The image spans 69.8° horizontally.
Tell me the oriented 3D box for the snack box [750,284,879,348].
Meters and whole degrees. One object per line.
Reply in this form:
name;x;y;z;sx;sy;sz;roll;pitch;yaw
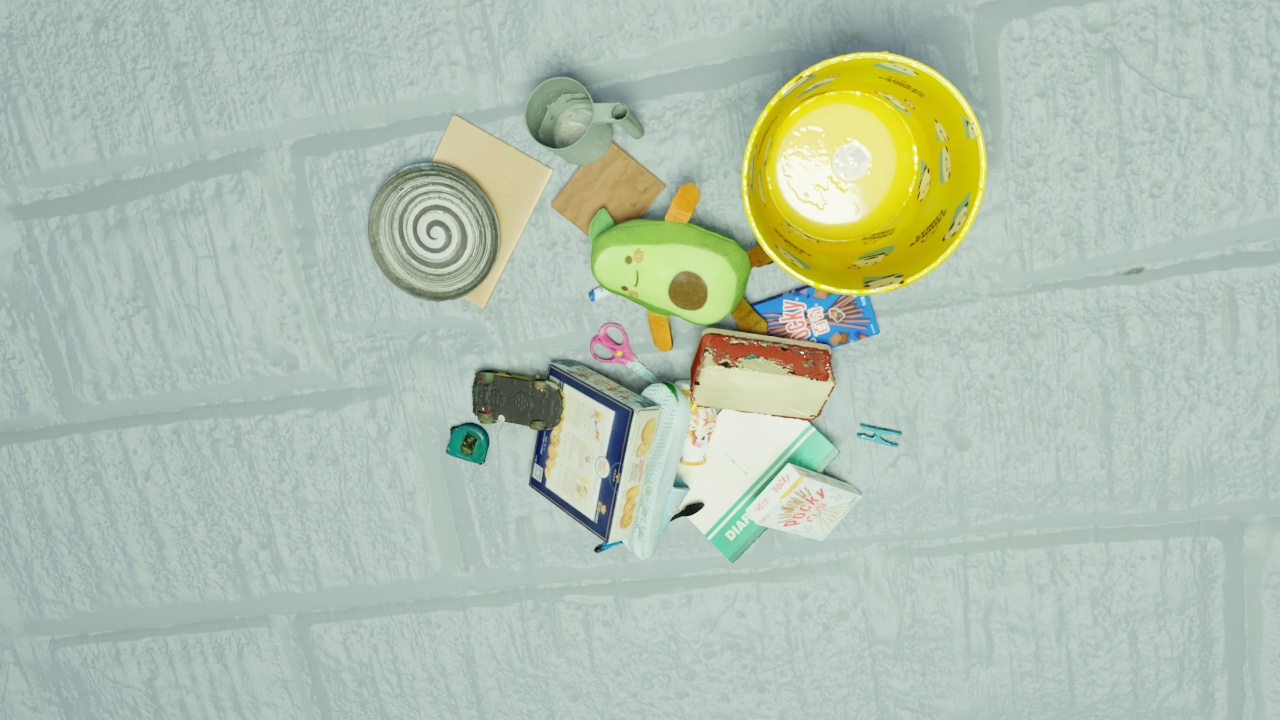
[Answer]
snack box;0.213;-0.051;1.157;0.157;0.026;0.084;-18;102;12

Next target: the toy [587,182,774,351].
toy;0.051;-0.108;1.116;0.247;0.089;0.227;11;117;1

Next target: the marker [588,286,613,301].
marker;0.000;-0.109;1.179;0.146;0.016;0.017;-22;100;13

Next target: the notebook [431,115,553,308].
notebook;-0.222;-0.191;1.195;0.148;0.008;0.208;30;106;0

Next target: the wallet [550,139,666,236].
wallet;-0.041;-0.208;1.160;0.101;0.020;0.115;38;104;-4

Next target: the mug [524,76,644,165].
mug;-0.063;-0.280;1.089;0.124;0.103;0.083;3;91;12

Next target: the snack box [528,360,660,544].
snack box;-0.065;0.113;1.177;0.183;0.045;0.178;27;111;43

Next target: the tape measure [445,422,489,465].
tape measure;-0.237;0.114;1.267;0.058;0.025;0.054;18;107;3

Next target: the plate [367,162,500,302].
plate;-0.266;-0.166;1.192;0.179;0.024;0.179;2;106;8

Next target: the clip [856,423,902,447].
clip;0.309;0.097;1.188;0.056;0.014;0.043;12;105;6

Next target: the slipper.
slipper;0.019;0.139;1.177;0.104;0.074;0.246;37;121;42

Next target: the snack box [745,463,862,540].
snack box;0.210;0.182;1.166;0.156;0.027;0.085;22;113;-45

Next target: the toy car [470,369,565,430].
toy car;-0.161;0.053;1.208;0.156;0.041;0.071;7;98;30

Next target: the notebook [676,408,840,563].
notebook;0.136;0.142;1.203;0.150;0.012;0.209;44;106;15

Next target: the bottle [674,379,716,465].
bottle;0.068;0.080;1.190;0.063;0.063;0.108;0;99;8

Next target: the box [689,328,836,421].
box;0.148;0.024;1.124;0.168;0.076;0.091;7;138;-6

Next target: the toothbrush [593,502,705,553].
toothbrush;0.010;0.229;1.249;0.190;0.016;0.014;-29;85;28

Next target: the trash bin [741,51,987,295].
trash bin;0.228;-0.204;0.997;0.230;0.255;0.230;2;104;8

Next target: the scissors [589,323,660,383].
scissors;-0.007;0.007;1.212;0.133;0.017;0.057;40;101;-7
